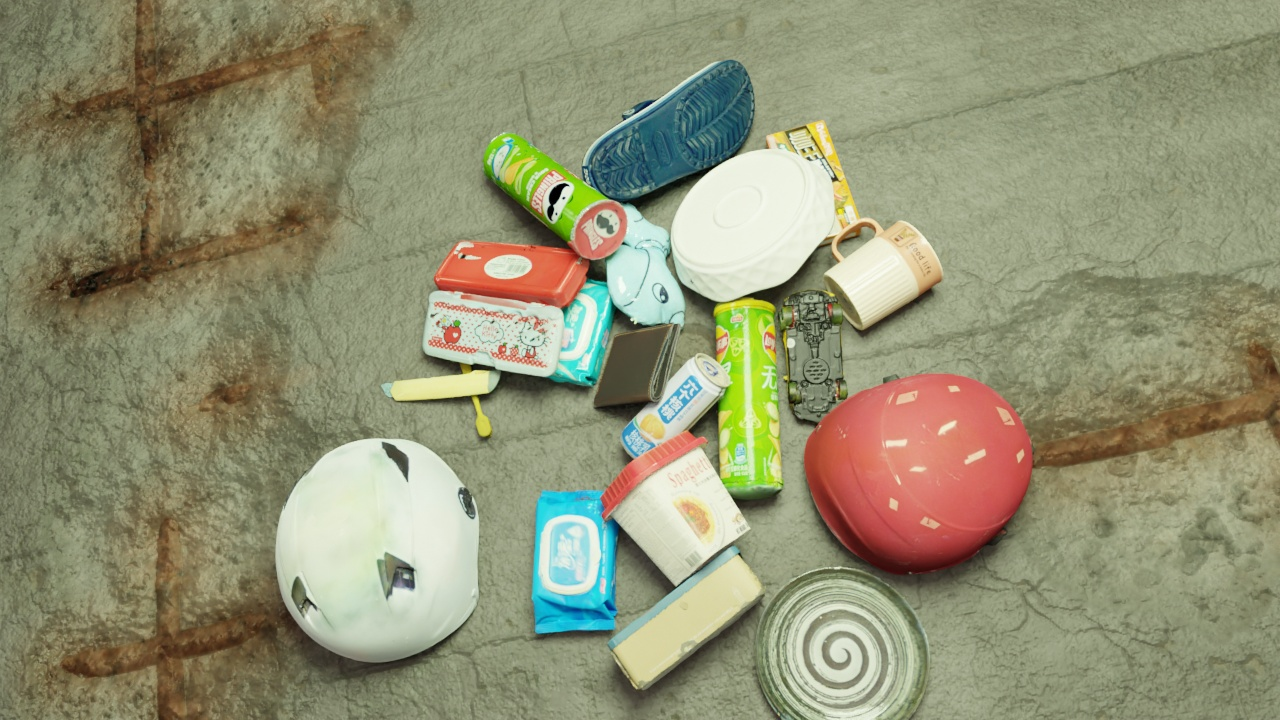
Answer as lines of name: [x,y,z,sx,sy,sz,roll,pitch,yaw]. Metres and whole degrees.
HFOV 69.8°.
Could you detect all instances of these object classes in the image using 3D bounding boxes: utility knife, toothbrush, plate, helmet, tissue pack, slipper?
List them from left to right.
helmet: [-0.303,0.197,1.007,0.229,0.146,0.258,-14,72,4]
utility knife: [-0.243,0.030,1.104,0.167,0.018,0.031,-4,76,15]
toothbrush: [-0.212,0.007,1.119,0.016,0.016,0.190,-21,70,3]
tissue pack: [-0.083,-0.039,1.094,0.093,0.050,0.133,11,75,13]
tissue pack: [-0.072,0.220,1.013,0.095,0.052,0.157,-1,73,9]
slipper: [0.032,-0.275,1.129,0.252,0.105,0.095,-36,29,-17]
plate: [0.120,-0.164,1.055,0.205,0.045,0.204,-19,49,23]
plate: [0.208,0.308,0.959,0.179,0.024,0.179,-2,72,7]
helmet: [0.299,0.104,0.939,0.240,0.144,0.207,-28,77,-5]

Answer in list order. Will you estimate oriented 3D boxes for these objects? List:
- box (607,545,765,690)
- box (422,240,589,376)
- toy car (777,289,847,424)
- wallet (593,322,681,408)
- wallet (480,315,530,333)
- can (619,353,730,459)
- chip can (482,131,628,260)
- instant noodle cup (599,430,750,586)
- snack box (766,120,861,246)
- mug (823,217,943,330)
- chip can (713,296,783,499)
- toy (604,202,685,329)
box: [0.056,0.266,0.962,0.184,0.090,0.062,-38,71,-6]
box: [-0.165,-0.067,1.077,0.201,0.059,0.161,9,74,30]
toy car: [0.196,-0.005,1.042,0.071,0.041,0.156,-5,86,4]
wallet: [-0.006,0.006,1.045,0.020,0.122,0.096,27,70,-30]
wallet: [-0.163,-0.077,1.133,0.087,0.024,0.115,8,73,16]
can: [0.038,0.055,1.014,0.135,0.053,0.053,-48,70,25]
chip can: [-0.107,-0.199,1.086,0.072,0.072,0.236,-43,47,-6]
instant noodle cup: [0.039,0.159,0.970,0.116,0.117,0.124,-24,70,-41]
snack box: [0.209,-0.212,1.112,0.075,0.026,0.153,-16,71,4]
mug: [0.265,-0.107,1.044,0.106,0.082,0.114,-34,69,-1]
chip can: [0.120,0.044,1.026,0.072,0.072,0.221,-3,73,8]
toy: [0.000,-0.108,1.086,0.161,0.050,0.155,38,52,-12]
